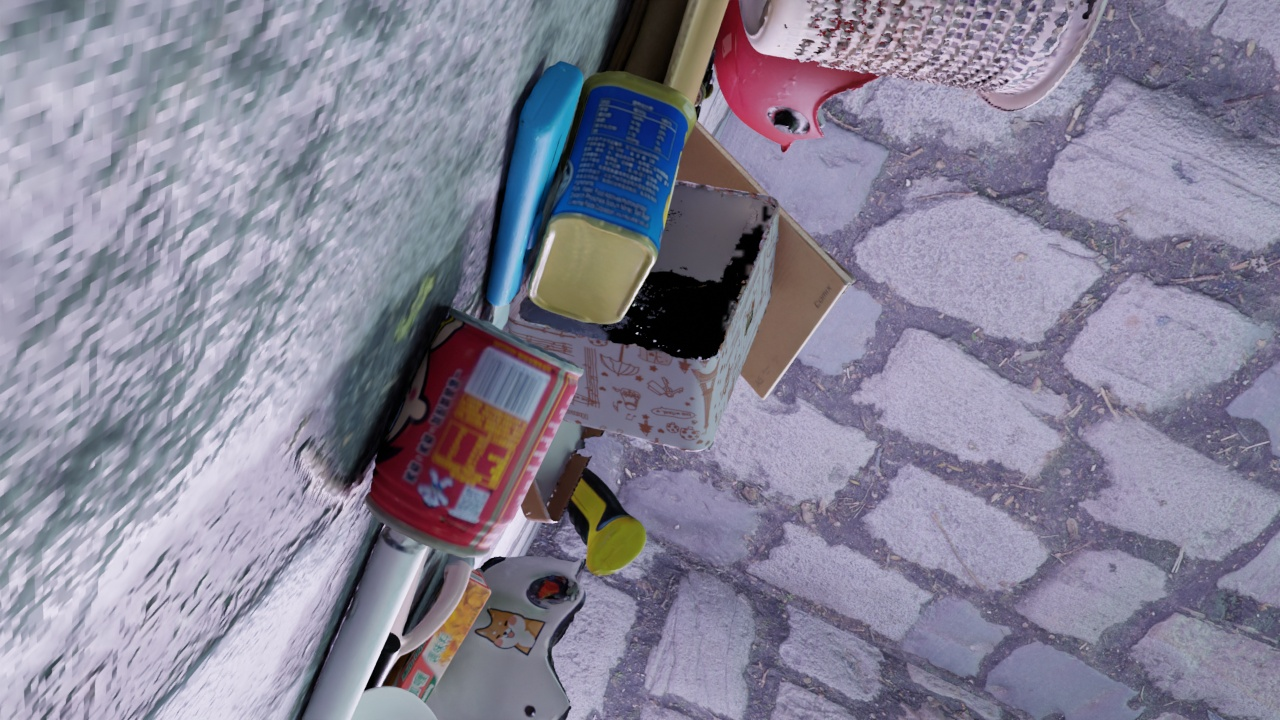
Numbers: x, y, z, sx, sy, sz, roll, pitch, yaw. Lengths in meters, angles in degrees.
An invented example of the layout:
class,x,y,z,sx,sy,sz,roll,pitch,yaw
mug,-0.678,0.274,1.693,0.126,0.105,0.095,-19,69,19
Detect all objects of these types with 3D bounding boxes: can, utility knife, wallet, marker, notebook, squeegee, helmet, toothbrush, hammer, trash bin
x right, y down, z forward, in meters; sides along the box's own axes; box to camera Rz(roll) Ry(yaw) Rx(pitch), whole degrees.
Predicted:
class,x,y,z,sx,sy,sz,roll,pitch,yaw
can,-0.017,-0.075,0.452,0.102,0.057,0.083,123,-18,-64
utility knife,-0.060,-0.055,0.440,0.034,0.018,0.205,-64,-179,-35
can,-0.074,0.032,0.404,0.066,0.066,0.094,62,54,-89
wallet,0.014,-0.189,0.501,0.090,0.033,0.115,-69,-176,-65
marker,-0.196,0.237,0.624,0.022,0.020,0.132,-4,129,-54
notebook,0.035,-0.188,0.510,0.208,0.008,0.147,111,2,-47
notebook,0.054,-0.087,0.691,0.012,0.211,0.150,-28,159,-32
squeegee,-0.155,0.171,0.733,0.249,0.040,0.248,-65,179,-63
helmet,-0.157,0.312,0.948,0.273,0.157,0.231,-80,-169,-50
helmet,0.134,-0.309,0.826,0.241,0.144,0.206,-41,-152,62
toothbrush,-0.138,0.120,0.499,0.221,0.026,0.026,-64,-154,15
hammer,-0.053,0.093,0.728,0.126,0.032,0.323,-47,-164,-5
trash bin,0.172,-0.281,0.609,0.227,0.192,0.227,176,-88,-85

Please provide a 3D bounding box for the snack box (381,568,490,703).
class,x,y,z,sx,sy,sz,roll,pitch,yaw
snack box,-0.183,0.253,0.787,0.155,0.027,0.077,-59,-166,-9

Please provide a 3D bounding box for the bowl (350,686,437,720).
class,x,y,z,sx,sy,sz,roll,pitch,yaw
bowl,-0.184,0.274,0.588,0.065,0.118,0.118,-19,-155,28

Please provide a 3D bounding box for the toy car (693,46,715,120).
class,x,y,z,sx,sy,sz,roll,pitch,yaw
toy car,0.031,-0.205,0.821,0.070,0.042,0.158,-63,174,-68

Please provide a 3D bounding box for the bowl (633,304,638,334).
class,x,y,z,sx,sy,sz,roll,pitch,yaw
bowl,-0.037,-0.028,0.787,0.116,0.066,0.116,-61,176,-7

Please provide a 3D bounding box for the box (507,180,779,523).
class,x,y,z,sx,sy,sz,roll,pitch,yaw
box,-0.005,0.005,0.622,0.182,0.157,0.194,-62,157,-44
